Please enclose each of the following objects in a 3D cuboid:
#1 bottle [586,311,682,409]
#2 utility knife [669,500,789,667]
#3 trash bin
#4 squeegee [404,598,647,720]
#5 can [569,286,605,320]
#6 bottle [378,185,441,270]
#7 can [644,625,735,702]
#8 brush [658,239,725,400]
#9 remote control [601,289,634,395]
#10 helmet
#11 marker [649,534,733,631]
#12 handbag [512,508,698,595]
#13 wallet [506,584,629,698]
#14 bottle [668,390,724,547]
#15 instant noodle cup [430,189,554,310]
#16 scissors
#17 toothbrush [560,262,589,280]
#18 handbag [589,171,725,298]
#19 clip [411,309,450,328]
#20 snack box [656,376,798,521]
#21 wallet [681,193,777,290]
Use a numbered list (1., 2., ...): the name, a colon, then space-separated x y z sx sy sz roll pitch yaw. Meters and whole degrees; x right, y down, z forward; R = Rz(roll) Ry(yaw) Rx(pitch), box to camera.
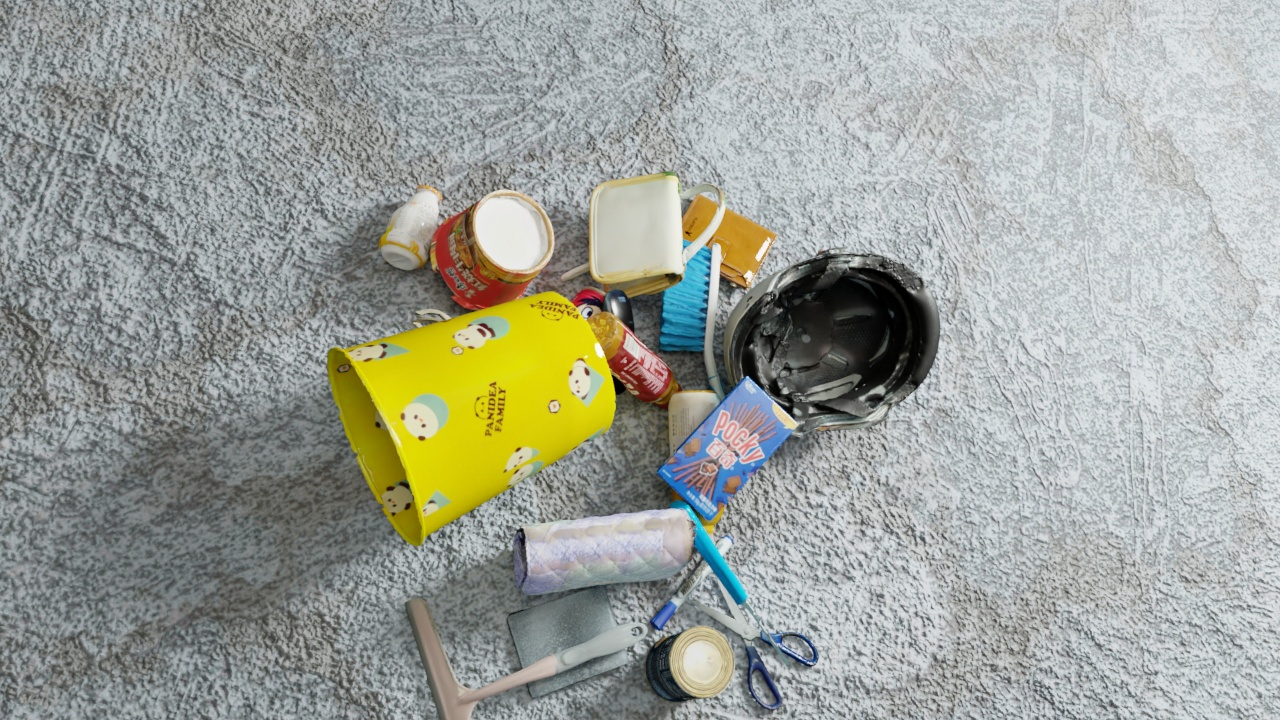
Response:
1. bottle: -0.007 0.007 1.120 0.058 0.175 0.057 -18 53 26
2. utility knife: 0.108 0.264 1.077 0.018 0.034 0.238 -35 92 -20
3. trash bin: -0.183 0.049 1.029 0.254 0.230 0.229 -24 76 -28
4. squeegee: -0.104 0.337 1.007 0.249 0.040 0.247 -17 71 -17
5. can: -0.075 -0.041 1.168 0.066 0.067 0.093 34 64 1
6. bottle: -0.288 -0.171 1.170 0.063 0.063 0.108 20 66 -6
7. can: 0.054 0.339 1.021 0.075 0.111 0.075 5 67 -12
8. brush: 0.075 -0.013 1.200 0.109 0.060 0.314 6 77 0
9. remote control: -0.027 -0.021 1.156 0.053 0.024 0.136 -13 107 -47
10. helmet: 0.225 -0.026 1.179 0.273 0.157 0.230 -21 104 -13
11. marker: 0.064 0.266 1.106 0.017 0.017 0.145 43 65 6
12. handbag: -0.044 0.216 1.035 0.193 0.134 0.075 -5 69 -15
13. wallet: -0.083 0.319 1.049 0.120 0.019 0.097 -15 71 -18
14. bottle: 0.070 0.132 1.124 0.068 0.068 0.189 0 82 -14
15. instant noodle cup: -0.177 -0.142 1.141 0.137 0.109 0.137 11 69 -30
16. scissors: 0.140 0.334 1.100 0.164 0.012 0.162 -1 69 -14
17. toothbrush: -0.034 -0.149 1.251 0.179 0.016 0.016 -29 70 -23
18. handbag: 0.026 -0.166 1.191 0.179 0.063 0.163 -9 62 15
19. clip: -0.237 -0.035 1.147 0.100 0.035 0.071 13 65 -18
20. snack box: 0.102 0.103 1.078 0.084 0.026 0.157 43 86 1
21. wallet: 0.112 -0.161 1.286 0.130 0.035 0.118 28 61 2
